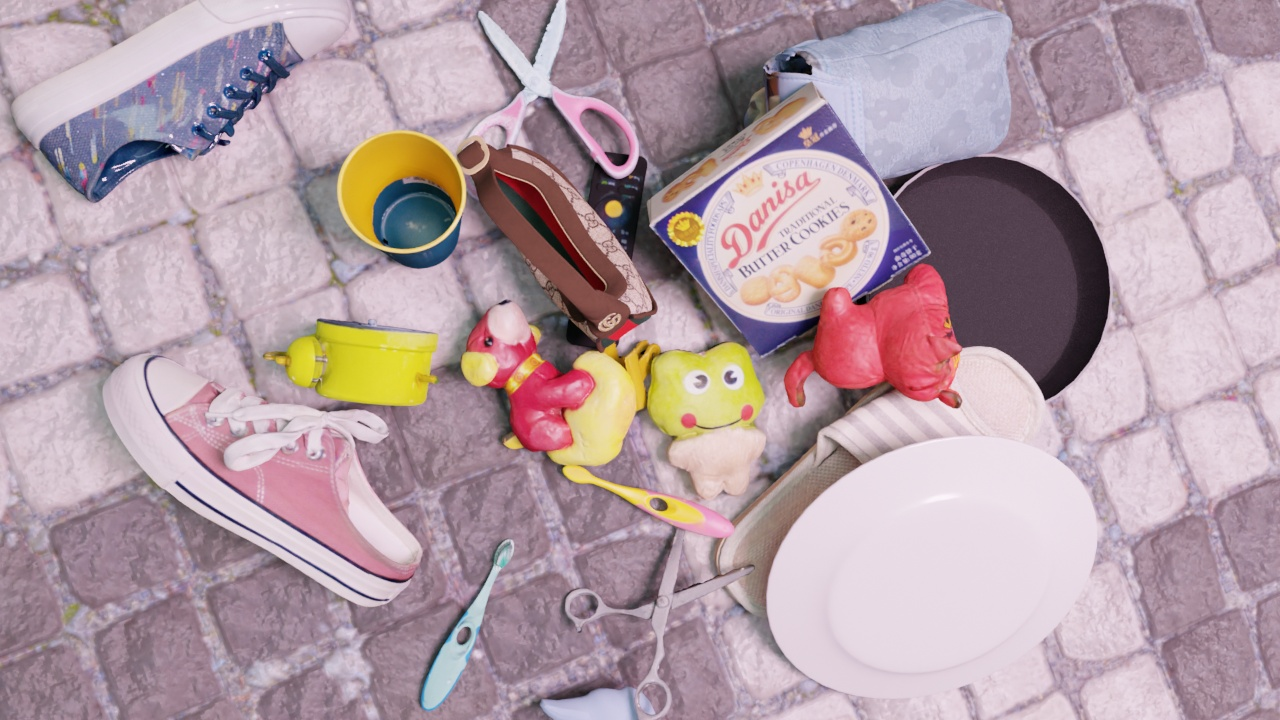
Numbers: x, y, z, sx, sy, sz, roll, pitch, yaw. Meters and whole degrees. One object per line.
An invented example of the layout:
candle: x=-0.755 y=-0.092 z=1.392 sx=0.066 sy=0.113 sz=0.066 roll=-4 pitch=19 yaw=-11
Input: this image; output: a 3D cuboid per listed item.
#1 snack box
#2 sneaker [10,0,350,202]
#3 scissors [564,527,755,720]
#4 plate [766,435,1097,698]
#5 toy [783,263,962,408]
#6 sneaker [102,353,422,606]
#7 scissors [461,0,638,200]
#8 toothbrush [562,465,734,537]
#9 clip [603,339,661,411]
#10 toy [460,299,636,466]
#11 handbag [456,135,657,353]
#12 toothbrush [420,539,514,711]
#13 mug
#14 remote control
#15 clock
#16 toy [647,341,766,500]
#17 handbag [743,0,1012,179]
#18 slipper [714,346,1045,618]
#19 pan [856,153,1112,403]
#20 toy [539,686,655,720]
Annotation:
snack box: x=0.103 y=-0.093 z=0.648 sx=0.145 sy=0.042 sz=0.145 roll=-33 pitch=119 yaw=21
sneaker: x=-0.303 y=-0.186 z=0.633 sx=0.235 sy=0.087 sz=0.079 roll=-27 pitch=96 yaw=-6
scissors: x=0.013 y=0.190 z=0.657 sx=0.142 sy=0.014 sz=0.174 roll=-5 pitch=55 yaw=11
plate: x=0.210 y=0.159 z=0.652 sx=0.242 sy=0.016 sz=0.243 roll=-3 pitch=119 yaw=-6
toy: x=0.159 y=0.000 z=0.636 sx=0.133 sy=0.094 sz=0.088 roll=-26 pitch=133 yaw=16
sneaker: x=-0.240 y=0.065 z=0.617 sx=0.241 sy=0.118 sz=0.088 roll=39 pitch=102 yaw=-9
scissors: x=-0.085 y=-0.188 z=0.692 sx=0.168 sy=0.014 sz=0.170 roll=-38 pitch=87 yaw=-2
toothbrush: x=0.006 y=0.104 z=0.683 sx=0.135 sy=0.016 sz=0.021 roll=20 pitch=78 yaw=0
clip: x=-0.006 y=0.004 z=0.685 sx=0.045 sy=0.048 sz=0.054 roll=-9 pitch=126 yaw=7
toy: x=-0.069 y=0.024 z=0.663 sx=0.137 sy=0.067 sz=0.106 roll=38 pitch=107 yaw=-2
handbag: x=-0.060 y=-0.084 z=0.618 sx=0.063 sy=0.138 sz=0.166 roll=-37 pitch=75 yaw=8
toothbrush: x=-0.125 y=0.192 z=0.666 sx=0.022 sy=0.017 sz=0.135 roll=28 pitch=83 yaw=-9
mug: x=-0.156 y=-0.101 z=0.627 sx=0.078 sy=0.121 sz=0.078 roll=0 pitch=87 yaw=-8
remote control: x=-0.025 y=-0.083 z=0.695 sx=0.041 sy=0.020 sz=0.152 roll=9 pitch=84 yaw=5
clock: x=-0.198 y=-0.002 z=0.636 sx=0.119 sy=0.083 sz=0.057 roll=7 pitch=92 yaw=-10
toy: x=0.053 y=0.047 z=0.687 sx=0.092 sy=0.043 sz=0.118 roll=-9 pitch=91 yaw=-18
handbag: x=0.172 y=-0.197 z=0.683 sx=0.191 sy=0.118 sz=0.122 roll=-22 pitch=125 yaw=-9
slipper: x=0.172 y=0.092 z=0.674 sx=0.273 sy=0.054 sz=0.114 roll=-37 pitch=85 yaw=7
pan: x=0.279 y=0.017 z=0.720 sx=0.204 sy=0.044 sz=0.355 roll=-8 pitch=88 yaw=-9
toy: x=0.027 y=0.315 z=0.639 sx=0.171 sy=0.120 sz=0.222 roll=-26 pitch=83 yaw=-7
